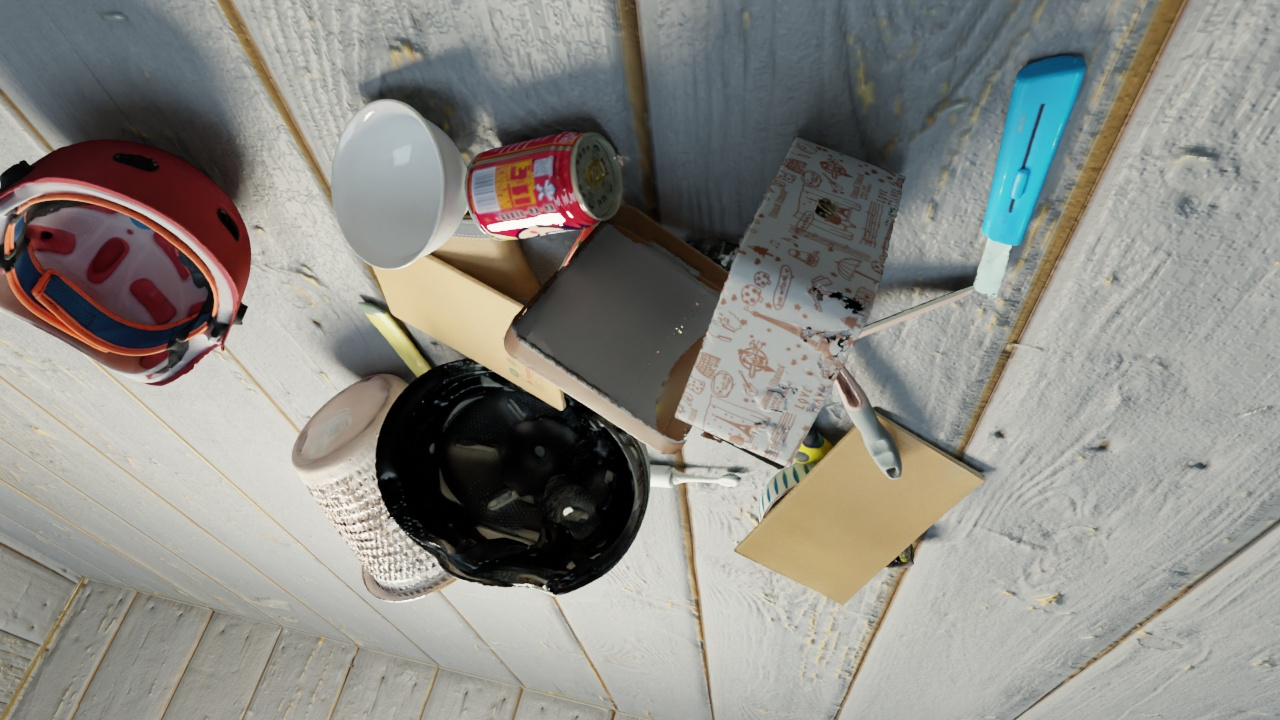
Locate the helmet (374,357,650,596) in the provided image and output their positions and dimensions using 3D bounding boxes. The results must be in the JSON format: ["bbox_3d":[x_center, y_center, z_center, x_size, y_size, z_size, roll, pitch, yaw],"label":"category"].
[{"bbox_3d":[-0.113,0.110,0.942,0.274,0.230,0.156,13,-179,14],"label":"helmet"}]

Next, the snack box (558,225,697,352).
[{"bbox_3d":[0.011,-0.042,0.713,0.155,0.027,0.077,26,147,-11],"label":"snack box"}]

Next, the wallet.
[{"bbox_3d":[-0.137,-0.095,0.760,0.090,0.033,0.115,8,150,20],"label":"wallet"}]

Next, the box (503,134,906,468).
[{"bbox_3d":[0.039,-0.056,0.579,0.193,0.182,0.157,24,131,5],"label":"box"}]

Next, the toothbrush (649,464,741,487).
[{"bbox_3d":[0.011,0.135,1.079,0.221,0.026,0.027,1,112,25],"label":"toothbrush"}]

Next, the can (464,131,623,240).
[{"bbox_3d":[-0.067,-0.122,0.641,0.094,0.066,0.066,-4,145,31],"label":"can"}]

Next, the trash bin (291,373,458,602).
[{"bbox_3d":[-0.282,0.131,1.058,0.228,0.226,0.192,-7,130,35],"label":"trash bin"}]

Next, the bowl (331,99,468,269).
[{"bbox_3d":[-0.162,-0.126,0.670,0.118,0.118,0.064,-8,-178,36],"label":"bowl"}]

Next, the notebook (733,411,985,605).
[{"bbox_3d":[0.216,0.153,0.917,0.149,0.012,0.212,29,117,-19],"label":"notebook"}]

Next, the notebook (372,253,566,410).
[{"bbox_3d":[-0.158,-0.040,0.817,0.208,0.008,0.148,28,152,17],"label":"notebook"}]

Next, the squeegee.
[{"bbox_3d":[0.185,0.038,0.792,0.248,0.040,0.249,-22,140,19],"label":"squeegee"}]

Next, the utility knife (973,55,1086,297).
[{"bbox_3d":[0.233,-0.102,0.570,0.034,0.018,0.205,5,148,12],"label":"utility knife"}]

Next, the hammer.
[{"bbox_3d":[0.104,0.004,0.807,0.126,0.031,0.323,-1,147,27],"label":"hammer"}]

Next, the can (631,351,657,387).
[{"bbox_3d":[-0.005,0.005,0.808,0.102,0.057,0.083,33,175,-27],"label":"can"}]

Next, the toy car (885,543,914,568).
[{"bbox_3d":[0.257,0.192,1.036,0.070,0.042,0.158,-7,139,36],"label":"toy car"}]

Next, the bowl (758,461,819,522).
[{"bbox_3d":[0.178,0.148,0.958,0.116,0.066,0.117,-2,124,-3],"label":"bowl"}]

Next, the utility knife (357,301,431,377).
[{"bbox_3d":[-0.245,0.002,0.989,0.031,0.021,0.207,8,144,22],"label":"utility knife"}]

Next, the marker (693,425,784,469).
[{"bbox_3d":[0.097,0.079,0.949,0.132,0.020,0.022,28,178,-22],"label":"marker"}]

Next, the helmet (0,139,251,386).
[{"bbox_3d":[-0.428,-0.105,0.782,0.241,0.143,0.207,-28,130,33],"label":"helmet"}]
